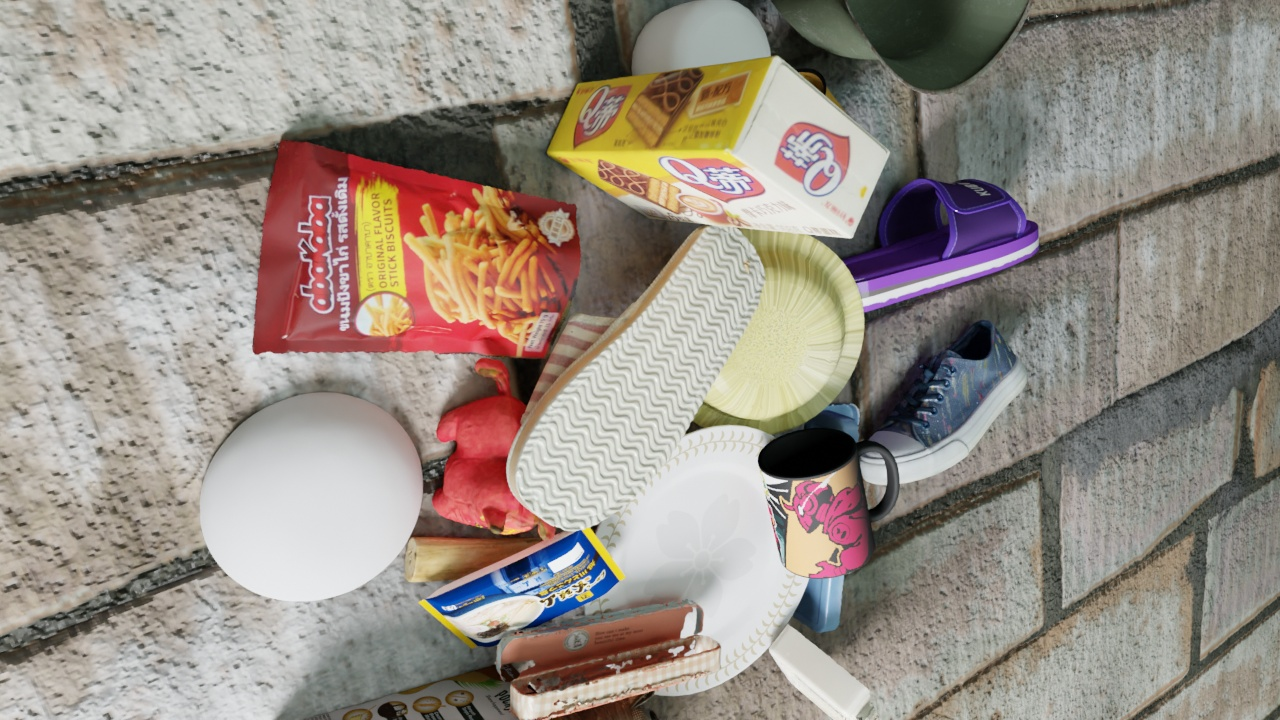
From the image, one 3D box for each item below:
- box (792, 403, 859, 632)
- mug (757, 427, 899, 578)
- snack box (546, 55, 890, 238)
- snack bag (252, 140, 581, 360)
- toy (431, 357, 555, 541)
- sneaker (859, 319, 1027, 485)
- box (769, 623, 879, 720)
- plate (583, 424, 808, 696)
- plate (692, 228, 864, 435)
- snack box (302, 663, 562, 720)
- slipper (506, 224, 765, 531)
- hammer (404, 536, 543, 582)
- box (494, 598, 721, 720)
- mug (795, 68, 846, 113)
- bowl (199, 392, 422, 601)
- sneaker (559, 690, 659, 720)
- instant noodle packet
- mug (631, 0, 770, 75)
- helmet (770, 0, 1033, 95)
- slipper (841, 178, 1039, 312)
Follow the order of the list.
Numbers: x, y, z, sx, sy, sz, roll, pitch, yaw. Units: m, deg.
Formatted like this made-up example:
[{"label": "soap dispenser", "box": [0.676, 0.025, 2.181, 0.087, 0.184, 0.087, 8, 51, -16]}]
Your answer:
[{"label": "box", "box": [0.188, 0.150, 0.875, 0.085, 0.073, 0.209, -3, 103, -37]}, {"label": "mug", "box": [0.165, 0.113, 0.777, 0.118, 0.082, 0.098, -20, 112, -11]}, {"label": "snack box", "box": [0.040, -0.140, 0.616, 0.110, 0.230, 0.061, 27, 86, -34]}, {"label": "snack bag", "box": [-0.150, -0.065, 0.631, 0.207, 0.066, 0.139, 6, 103, -24]}, {"label": "toy", "box": [-0.094, 0.065, 0.660, 0.088, 0.094, 0.133, -2, 103, -29]}, {"label": "sneaker", "box": [0.302, 0.038, 0.917, 0.234, 0.088, 0.079, -33, 110, -27]}, {"label": "box", "box": [0.194, 0.331, 0.836, 0.058, 0.187, 0.144, -40, 144, -7]}, {"label": "plate", "box": [0.056, 0.171, 0.789, 0.242, 0.016, 0.243, -8, 105, -30]}, {"label": "plate", "box": [0.101, -0.016, 0.756, 0.184, 0.036, 0.184, -2, 108, -7]}, {"label": "snack box", "box": [-0.160, 0.278, 0.662, 0.185, 0.101, 0.032, -6, 104, -32]}, {"label": "slipper", "box": [-0.004, 0.004, 0.670, 0.262, 0.052, 0.115, -51, 119, -19]}, {"label": "hammer", "box": [-0.032, 0.161, 0.762, 0.329, 0.033, 0.132, 7, 99, -33]}, {"label": "box", "box": [-0.018, 0.230, 0.716, 0.186, 0.057, 0.071, -3, 71, -32]}, {"label": "mug", "box": [0.122, -0.160, 0.753, 0.124, 0.100, 0.094, -33, 129, 24]}, {"label": "bowl", "box": [-0.214, 0.099, 0.621, 0.149, 0.043, 0.149, -8, 105, -31]}, {"label": "sneaker", "box": [0.010, 0.355, 0.780, 0.142, 0.101, 0.238, -30, 121, -12]}, {"label": "instant noodle packet", "box": [-0.085, 0.171, 0.687, 0.134, 0.026, 0.087, -25, 137, 2]}, {"label": "mug", "box": [0.056, -0.223, 0.706, 0.115, 0.068, 0.094, 8, 96, -34]}, {"label": "helmet", "box": [0.168, -0.341, 0.698, 0.226, 0.154, 0.268, -45, 125, -15]}, {"label": "slipper", "box": [0.260, -0.121, 0.843, 0.266, 0.107, 0.084, -19, 111, -23]}]
